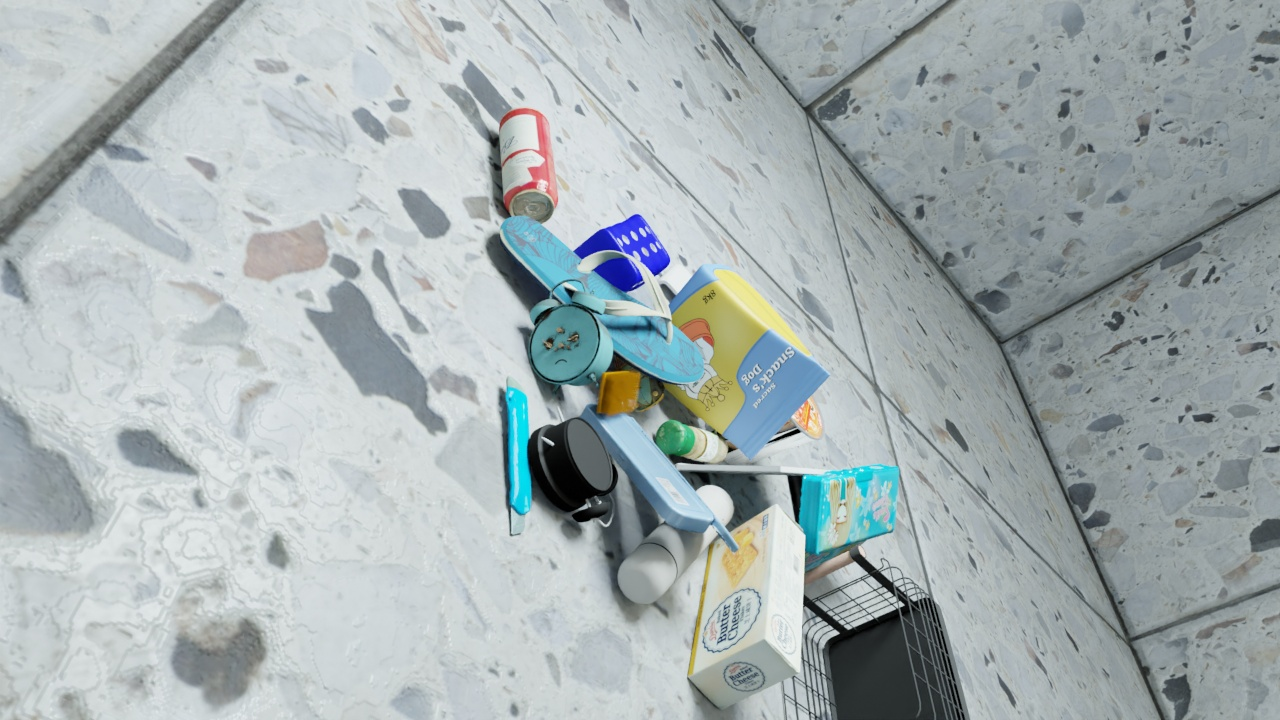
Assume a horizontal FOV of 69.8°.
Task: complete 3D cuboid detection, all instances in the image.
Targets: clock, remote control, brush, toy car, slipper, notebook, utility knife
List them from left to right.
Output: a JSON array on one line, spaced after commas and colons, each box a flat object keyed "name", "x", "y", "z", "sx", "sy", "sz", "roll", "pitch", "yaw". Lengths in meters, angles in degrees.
[{"name": "utility knife", "x": -0.118, "y": 0.089, "z": 0.877, "sx": 0.031, "sy": 0.015, "sz": 0.174, "roll": 30, "pitch": 38, "yaw": -37}, {"name": "clock", "x": -0.075, "y": -0.028, "z": 0.994, "sx": 0.053, "sy": 0.090, "sz": 0.124, "roll": 30, "pitch": 53, "yaw": -60}, {"name": "clock", "x": -0.060, "y": 0.110, "z": 0.908, "sx": 0.121, "sy": 0.043, "sz": 0.091, "roll": 58, "pitch": 21, "yaw": -16}, {"name": "slipper", "x": -0.035, "y": -0.076, "z": 1.060, "sx": 0.295, "sy": 0.060, "sz": 0.118, "roll": 39, "pitch": 37, "yaw": -7}, {"name": "brush", "x": -0.016, "y": 0.034, "z": 1.022, "sx": 0.126, "sy": 0.017, "sz": 0.048, "roll": -3, "pitch": 103, "yaw": -71}, {"name": "toy car", "x": -0.007, "y": 0.007, "z": 1.118, "sx": 0.047, "sy": 0.047, "sz": 0.111, "roll": 29, "pitch": 36, "yaw": -43}, {"name": "notebook", "x": 0.158, "y": 0.139, "z": 1.153, "sx": 0.209, "sy": 0.143, "sz": 0.009, "roll": 13, "pitch": 77, "yaw": -54}, {"name": "remote control", "x": 0.241, "y": 0.222, "z": 1.318, "sx": 0.047, "sy": 0.022, "sz": 0.150, "roll": 38, "pitch": 32, "yaw": -32}]

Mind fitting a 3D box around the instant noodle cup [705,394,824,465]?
[{"name": "instant noodle cup", "x": 0.161, "y": 0.079, "z": 1.232, "sx": 0.123, "sy": 0.122, "sz": 0.123, "roll": 39, "pitch": 31, "yaw": -30}]

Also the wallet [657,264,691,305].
[{"name": "wallet", "x": 0.078, "y": -0.090, "z": 1.381, "sx": 0.118, "sy": 0.038, "sz": 0.115, "roll": 49, "pitch": 27, "yaw": -6}]

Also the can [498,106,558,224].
[{"name": "can", "x": -0.141, "y": -0.246, "z": 1.153, "sx": 0.067, "sy": 0.067, "sz": 0.170, "roll": 31, "pitch": 36, "yaw": -40}]

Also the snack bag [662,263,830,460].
[{"name": "snack bag", "x": 0.116, "y": 0.001, "z": 1.159, "sx": 0.205, "sy": 0.159, "sz": 0.102, "roll": 47, "pitch": 23, "yaw": 18}]

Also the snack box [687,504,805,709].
[{"name": "snack box", "x": 0.118, "y": 0.258, "z": 0.983, "sx": 0.057, "sy": 0.104, "sz": 0.207, "roll": 45, "pitch": 29, "yaw": -15}]

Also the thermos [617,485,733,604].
[{"name": "thermos", "x": 0.041, "y": 0.194, "z": 0.982, "sx": 0.052, "sy": 0.052, "sz": 0.223, "roll": 58, "pitch": 27, "yaw": 3}]

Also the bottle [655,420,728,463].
[{"name": "bottle", "x": 0.066, "y": 0.102, "z": 1.137, "sx": 0.111, "sy": 0.043, "sz": 0.043, "roll": 20, "pitch": 44, "yaw": -50}]

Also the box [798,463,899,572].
[{"name": "box", "x": 0.249, "y": 0.218, "z": 1.159, "sx": 0.072, "sy": 0.182, "sz": 0.226, "roll": 32, "pitch": 17, "yaw": 34}]

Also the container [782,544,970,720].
[{"name": "container", "x": 0.253, "y": 0.354, "z": 1.033, "sx": 0.130, "sy": 0.163, "sz": 0.240, "roll": 41, "pitch": 30, "yaw": -28}]

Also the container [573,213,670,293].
[{"name": "container", "x": -0.030, "y": -0.128, "z": 1.189, "sx": 0.084, "sy": 0.085, "sz": 0.113, "roll": 55, "pitch": 28, "yaw": -1}]

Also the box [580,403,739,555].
[{"name": "box", "x": 0.023, "y": 0.118, "z": 0.972, "sx": 0.127, "sy": 0.034, "sz": 0.209, "roll": 32, "pitch": 10, "yaw": -42}]
